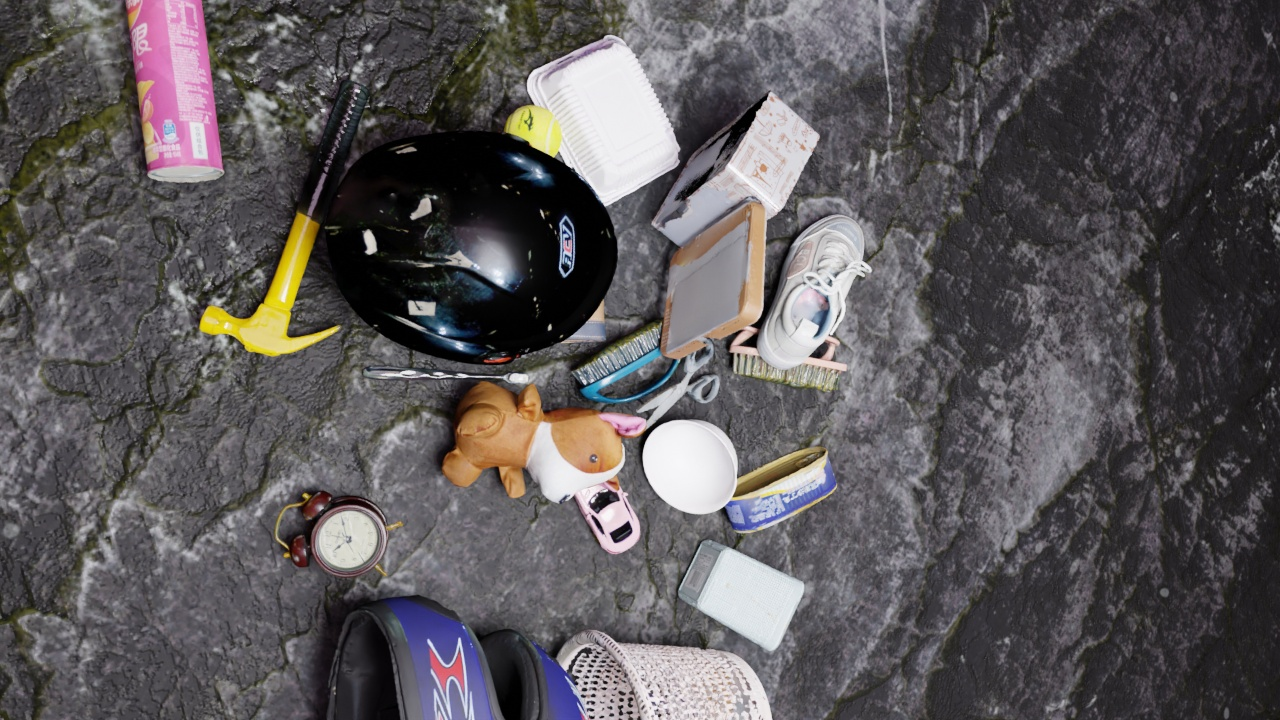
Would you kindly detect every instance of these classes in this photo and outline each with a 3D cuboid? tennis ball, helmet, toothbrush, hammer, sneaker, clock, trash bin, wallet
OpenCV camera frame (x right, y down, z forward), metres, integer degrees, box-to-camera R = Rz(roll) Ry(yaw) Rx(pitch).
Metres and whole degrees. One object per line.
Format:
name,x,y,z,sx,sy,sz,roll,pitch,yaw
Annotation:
tennis ball,-0.120,-0.250,1.019,0.065,0.065,0.065,0,90,-20
helmet,-0.171,-0.113,0.916,0.275,0.230,0.233,2,89,19
toothbrush,-0.212,0.017,1.012,0.181,0.018,0.015,3,92,-18
hammer,-0.344,-0.148,0.956,0.128,0.033,0.300,19,84,-19
sneaker,0.218,-0.100,1.099,0.089,0.091,0.241,34,60,-5
clock,-0.315,0.181,0.953,0.122,0.055,0.082,19,84,-17
helmet,-0.167,0.386,0.910,0.240,0.248,0.315,3,82,-41
trash bin,0.028,0.405,1.006,0.191,0.228,0.227,4,88,-32
wallet,-0.084,-0.078,1.051,0.090,0.033,0.115,-1,89,-22

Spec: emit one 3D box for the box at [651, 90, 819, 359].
box,0.088,-0.142,1.006,0.105,0.179,0.259,35,64,-16

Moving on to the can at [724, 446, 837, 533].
can,0.170,0.157,1.118,0.148,0.075,0.049,-24,100,-19

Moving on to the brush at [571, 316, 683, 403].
brush,-0.006,0.006,1.063,0.143,0.055,0.073,-31,96,-19

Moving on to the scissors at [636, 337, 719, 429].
scissors,0.048,0.038,1.058,0.156,0.014,0.168,46,55,-48

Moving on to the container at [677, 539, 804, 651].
container,0.116,0.274,1.091,0.111,0.090,0.090,31,79,-14

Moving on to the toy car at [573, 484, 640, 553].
toy car,-0.043,0.166,1.062,0.056,0.037,0.122,-30,98,-19

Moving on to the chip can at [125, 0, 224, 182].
chip can,-0.457,-0.285,0.896,0.071,0.071,0.210,-7,92,-20

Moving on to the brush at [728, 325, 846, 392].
brush,0.176,-0.006,1.127,0.145,0.063,0.073,10,90,-18

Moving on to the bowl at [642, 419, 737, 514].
bowl,0.069,0.113,1.079,0.064,0.119,0.118,-37,105,-56

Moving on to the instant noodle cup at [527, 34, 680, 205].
instant noodle cup,-0.034,-0.281,1.055,0.137,0.060,0.173,-32,99,-17

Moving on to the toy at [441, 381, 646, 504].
toy,-0.103,0.093,0.981,0.199,0.140,0.130,10,48,-18
